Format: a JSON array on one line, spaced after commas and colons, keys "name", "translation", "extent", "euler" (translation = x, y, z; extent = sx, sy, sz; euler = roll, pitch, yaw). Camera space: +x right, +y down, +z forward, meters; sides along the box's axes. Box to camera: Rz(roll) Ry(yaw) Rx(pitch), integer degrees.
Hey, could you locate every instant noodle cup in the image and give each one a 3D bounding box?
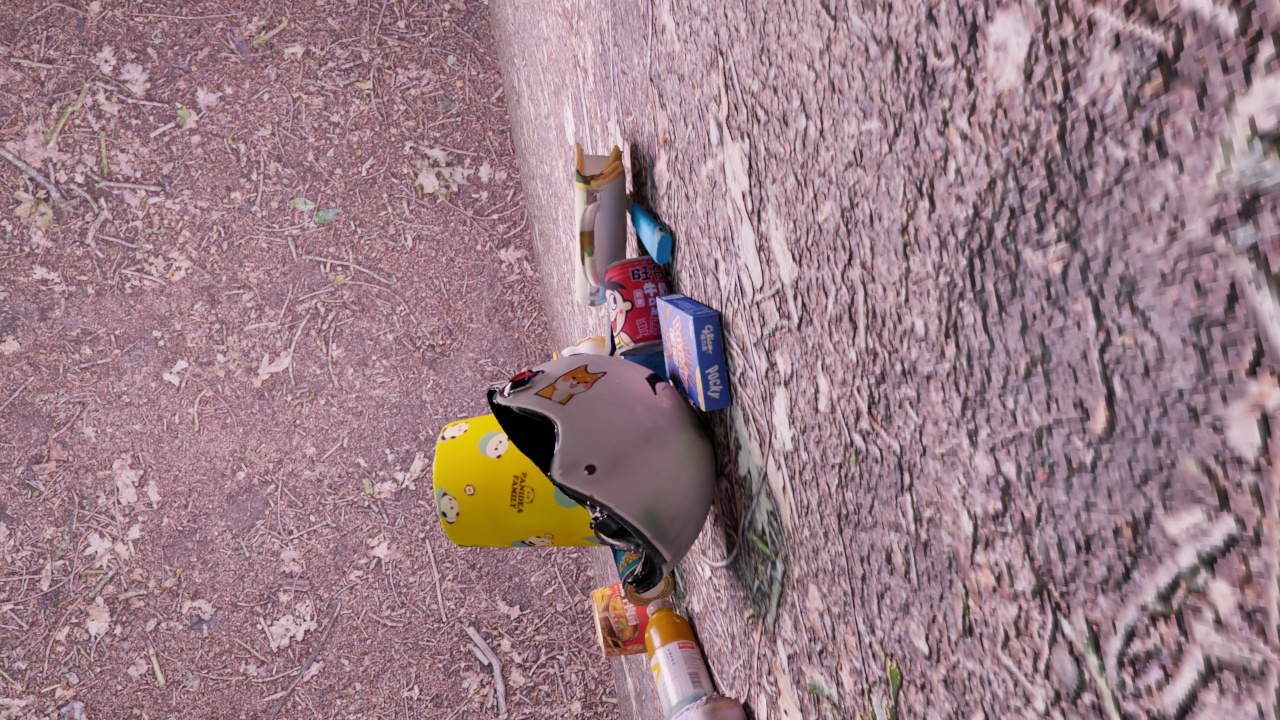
[{"name": "instant noodle cup", "translation": [-0.019, 0.426, 1.516], "extent": [0.138, 0.108, 0.138], "euler": [168, 91, -82]}]

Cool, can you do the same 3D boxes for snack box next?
[{"name": "snack box", "translation": [0.046, -0.012, 0.849], "extent": [0.157, 0.026, 0.084], "euler": [-136, 37, -76]}]

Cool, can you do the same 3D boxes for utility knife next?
[{"name": "utility knife", "translation": [0.000, -0.155, 1.004], "extent": [0.238, 0.018, 0.034], "euler": [-116, 24, -63]}]

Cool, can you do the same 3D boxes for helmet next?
[{"name": "helmet", "translation": [-0.024, 0.083, 0.912], "extent": [0.274, 0.156, 0.230], "euler": [37, 161, 55]}]

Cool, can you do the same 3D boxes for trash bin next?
[{"name": "trash bin", "translation": [-0.140, 0.165, 1.307], "extent": [0.229, 0.255, 0.229], "euler": [-7, -91, -80]}]

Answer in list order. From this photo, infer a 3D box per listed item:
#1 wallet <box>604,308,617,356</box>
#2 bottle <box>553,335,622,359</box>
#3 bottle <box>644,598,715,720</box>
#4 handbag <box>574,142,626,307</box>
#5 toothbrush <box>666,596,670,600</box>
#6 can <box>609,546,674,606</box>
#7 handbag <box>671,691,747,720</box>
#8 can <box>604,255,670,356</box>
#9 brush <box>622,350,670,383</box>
[{"name": "wallet", "translation": [-0.036, -0.063, 1.254], "extent": [0.097, 0.019, 0.120], "euler": [123, 153, -78]}, {"name": "bottle", "translation": [-0.073, -0.004, 1.357], "extent": [0.063, 0.108, 0.063], "euler": [169, 91, -80]}, {"name": "bottle", "translation": [0.047, 0.387, 1.173], "extent": [0.189, 0.068, 0.068], "euler": [-113, 15, -55]}, {"name": "handbag", "translation": [-0.047, -0.141, 1.022], "extent": [0.178, 0.063, 0.164], "euler": [-90, 1, -56]}, {"name": "toothbrush", "translation": [0.053, 0.390, 1.329], "extent": [0.016, 0.016, 0.179], "euler": [91, 168, -44]}, {"name": "can", "translation": [0.001, 0.295, 1.339], "extent": [0.111, 0.075, 0.075], "euler": [-114, 16, -57]}, {"name": "handbag", "translation": [0.092, 0.454, 0.950], "extent": [0.134, 0.075, 0.193], "euler": [104, 154, -60]}, {"name": "can", "translation": [0.000, -0.056, 0.960], "extent": [0.066, 0.066, 0.093], "euler": [129, 131, -79]}, {"name": "brush", "translation": [0.020, 0.052, 1.035], "extent": [0.109, 0.060, 0.314], "euler": [102, 155, -82]}]
